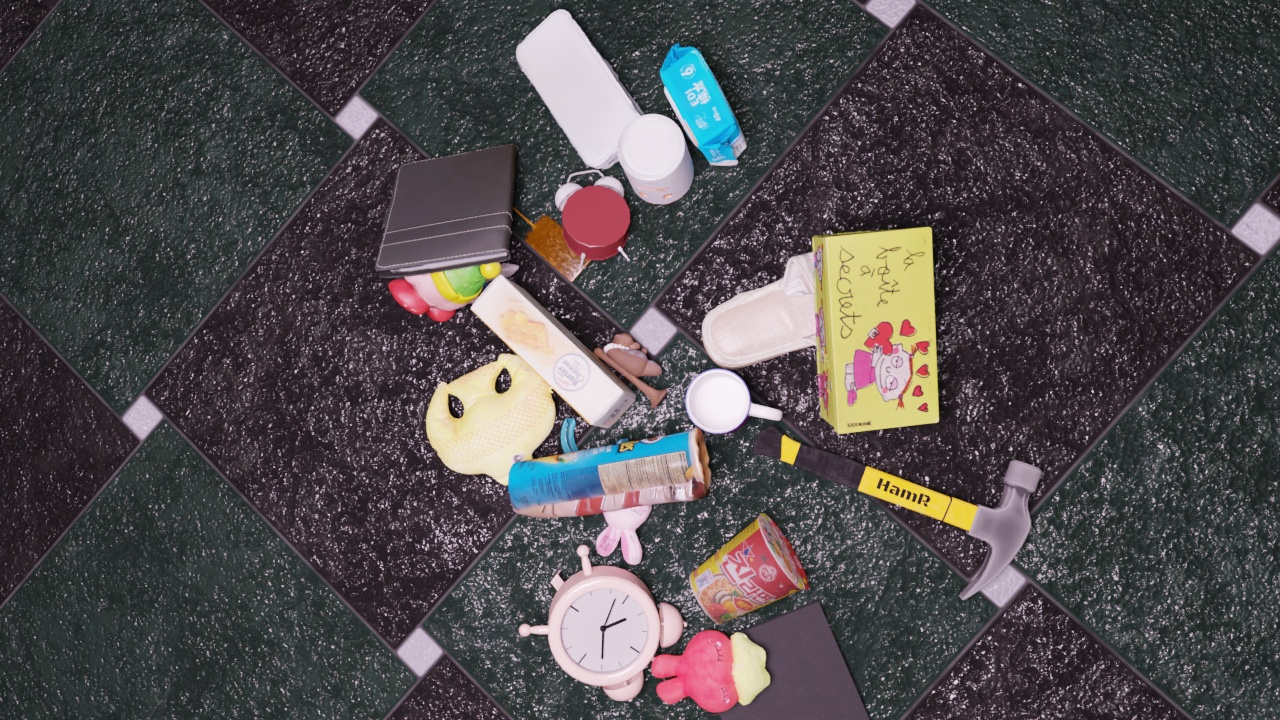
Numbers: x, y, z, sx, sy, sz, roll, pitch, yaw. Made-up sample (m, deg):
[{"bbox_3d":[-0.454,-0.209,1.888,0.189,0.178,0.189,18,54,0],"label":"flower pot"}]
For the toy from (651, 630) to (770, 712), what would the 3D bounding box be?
[{"bbox_3d":[0.081,0.358,1.056,0.135,0.045,0.091,-5,82,0],"label":"toy"}]

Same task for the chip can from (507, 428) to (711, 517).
[{"bbox_3d":[-0.035,0.136,1.060,0.230,0.079,0.079,-11,83,14],"label":"chip can"}]

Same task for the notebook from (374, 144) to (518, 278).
[{"bbox_3d":[-0.236,-0.185,1.130,0.169,0.029,0.208,-9,46,7],"label":"notebook"}]

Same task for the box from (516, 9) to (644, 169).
[{"bbox_3d":[-0.075,-0.345,1.163,0.118,0.063,0.213,-33,82,7],"label":"box"}]

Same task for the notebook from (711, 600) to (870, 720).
[{"bbox_3d":[0.177,0.422,1.072,0.169,0.019,0.231,-23,82,5],"label":"notebook"}]

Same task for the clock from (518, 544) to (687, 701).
[{"bbox_3d":[-0.042,0.313,1.093,0.160,0.086,0.131,36,91,1],"label":"clock"}]

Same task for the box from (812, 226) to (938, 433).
[{"bbox_3d":[0.262,-0.038,1.031,0.124,0.079,0.221,-4,102,-4],"label":"box"}]

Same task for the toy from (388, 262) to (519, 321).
[{"bbox_3d":[-0.222,-0.096,1.129,0.132,0.124,0.096,-42,51,17],"label":"toy"}]

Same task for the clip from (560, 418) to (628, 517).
[{"bbox_3d":[-0.056,0.122,1.120,0.119,0.033,0.120,-20,78,22],"label":"clip"}]

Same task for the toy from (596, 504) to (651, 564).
[{"bbox_3d":[-0.021,0.189,1.109,0.064,0.047,0.110,5,89,18],"label":"toy"}]

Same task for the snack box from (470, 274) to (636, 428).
[{"bbox_3d":[-0.103,-0.009,1.109,0.208,0.104,0.057,43,92,10],"label":"snack box"}]

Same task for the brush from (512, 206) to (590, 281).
[{"bbox_3d":[-0.120,-0.157,1.168,0.126,0.017,0.048,42,92,10],"label":"brush"}]

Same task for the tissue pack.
[{"bbox_3d":[0.074,-0.307,1.115,0.062,0.092,0.144,-27,81,13],"label":"tissue pack"}]

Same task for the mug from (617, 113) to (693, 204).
[{"bbox_3d":[0.020,-0.242,1.109,0.082,0.105,0.082,-1,84,8],"label":"mug"}]

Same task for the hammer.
[{"bbox_3d":[0.287,0.152,1.074,0.325,0.034,0.170,20,90,11],"label":"hammer"}]

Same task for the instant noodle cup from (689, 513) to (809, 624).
[{"bbox_3d":[0.121,0.249,1.061,0.112,0.100,0.100,-35,81,12],"label":"instant noodle cup"}]

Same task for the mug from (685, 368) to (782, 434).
[{"bbox_3d":[0.112,0.054,1.084,0.112,0.076,0.075,12,87,10],"label":"mug"}]

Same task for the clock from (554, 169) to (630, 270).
[{"bbox_3d":[-0.057,-0.179,1.139,0.087,0.044,0.124,-12,73,-7],"label":"clock"}]

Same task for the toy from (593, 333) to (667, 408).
[{"bbox_3d":[-0.007,0.007,1.124,0.102,0.042,0.054,37,52,1],"label":"toy"}]

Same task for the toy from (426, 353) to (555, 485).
[{"bbox_3d":[-0.180,0.076,1.135,0.170,0.064,0.154,-26,76,5],"label":"toy"}]

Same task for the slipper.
[{"bbox_3d":[0.202,-0.069,1.096,0.273,0.054,0.114,-24,87,7],"label":"slipper"}]
